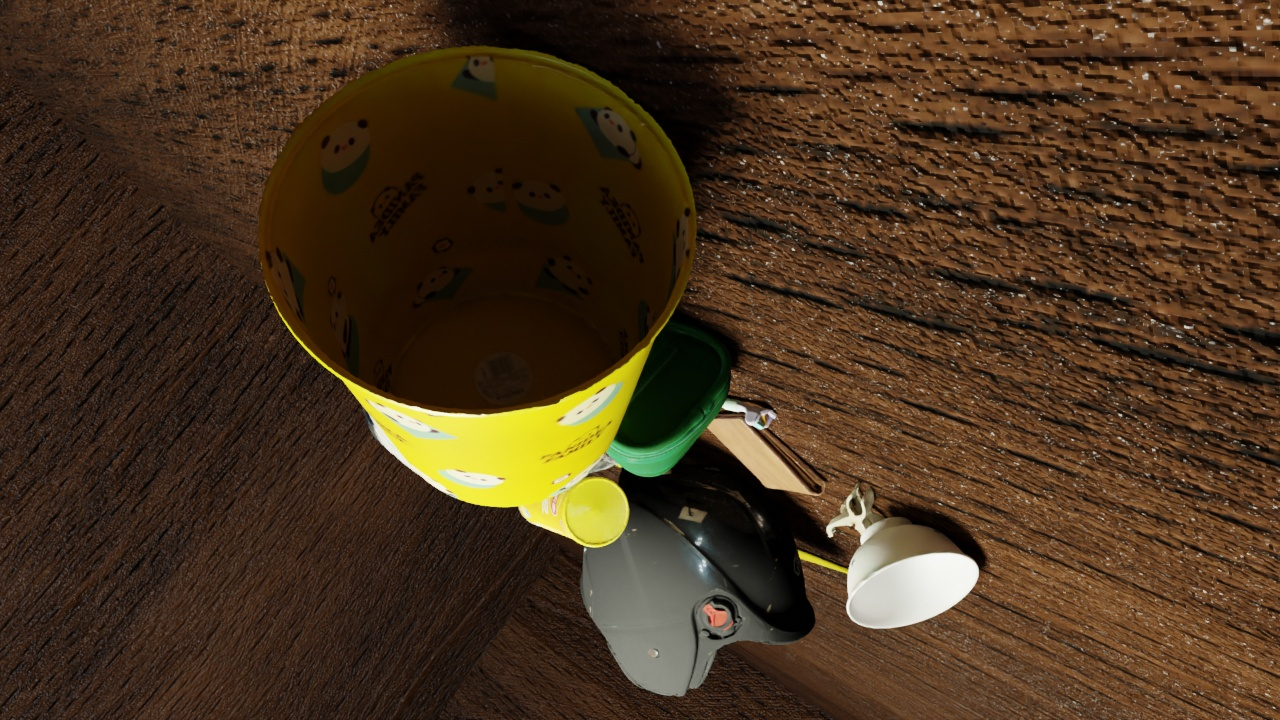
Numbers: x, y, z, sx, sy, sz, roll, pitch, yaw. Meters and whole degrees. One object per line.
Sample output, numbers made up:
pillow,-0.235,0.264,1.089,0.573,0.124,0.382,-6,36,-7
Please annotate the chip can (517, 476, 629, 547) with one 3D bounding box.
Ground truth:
chip can,-0.081,0.162,1.029,0.072,0.072,0.214,40,163,-13

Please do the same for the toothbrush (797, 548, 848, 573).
toothbrush,0.222,0.256,1.162,0.015,0.016,0.190,45,162,-26

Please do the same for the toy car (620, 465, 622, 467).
toy car,-0.003,0.129,1.214,0.120,0.053,0.045,56,172,-35

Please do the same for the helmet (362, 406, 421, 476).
helmet,-0.169,0.050,0.938,0.274,0.156,0.231,24,128,-13

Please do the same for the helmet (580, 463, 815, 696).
helmet,0.065,0.233,1.058,0.275,0.230,0.233,3,-167,11

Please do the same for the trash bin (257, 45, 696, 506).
trash bin,-0.093,-0.026,0.598,0.229,0.229,0.256,34,157,11

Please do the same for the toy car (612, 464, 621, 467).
toy car,-0.052,0.105,1.263,0.105,0.048,0.032,31,135,20

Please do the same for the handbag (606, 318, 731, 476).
handbag,0.005,0.022,0.758,0.120,0.131,0.068,35,160,15

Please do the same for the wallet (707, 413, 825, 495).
wallet,0.119,0.092,0.918,0.115,0.020,0.101,44,163,-14

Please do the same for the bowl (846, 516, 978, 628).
bowl,0.232,0.180,0.820,0.118,0.118,0.064,52,-163,-42

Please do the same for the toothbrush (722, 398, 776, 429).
toothbrush,0.063,0.042,0.892,0.189,0.029,0.021,11,110,59

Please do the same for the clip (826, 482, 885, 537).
clip,0.216,0.155,0.866,0.095,0.035,0.102,40,157,5

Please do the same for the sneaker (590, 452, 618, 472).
sneaker,-0.051,0.090,1.119,0.088,0.118,0.242,60,155,-7
